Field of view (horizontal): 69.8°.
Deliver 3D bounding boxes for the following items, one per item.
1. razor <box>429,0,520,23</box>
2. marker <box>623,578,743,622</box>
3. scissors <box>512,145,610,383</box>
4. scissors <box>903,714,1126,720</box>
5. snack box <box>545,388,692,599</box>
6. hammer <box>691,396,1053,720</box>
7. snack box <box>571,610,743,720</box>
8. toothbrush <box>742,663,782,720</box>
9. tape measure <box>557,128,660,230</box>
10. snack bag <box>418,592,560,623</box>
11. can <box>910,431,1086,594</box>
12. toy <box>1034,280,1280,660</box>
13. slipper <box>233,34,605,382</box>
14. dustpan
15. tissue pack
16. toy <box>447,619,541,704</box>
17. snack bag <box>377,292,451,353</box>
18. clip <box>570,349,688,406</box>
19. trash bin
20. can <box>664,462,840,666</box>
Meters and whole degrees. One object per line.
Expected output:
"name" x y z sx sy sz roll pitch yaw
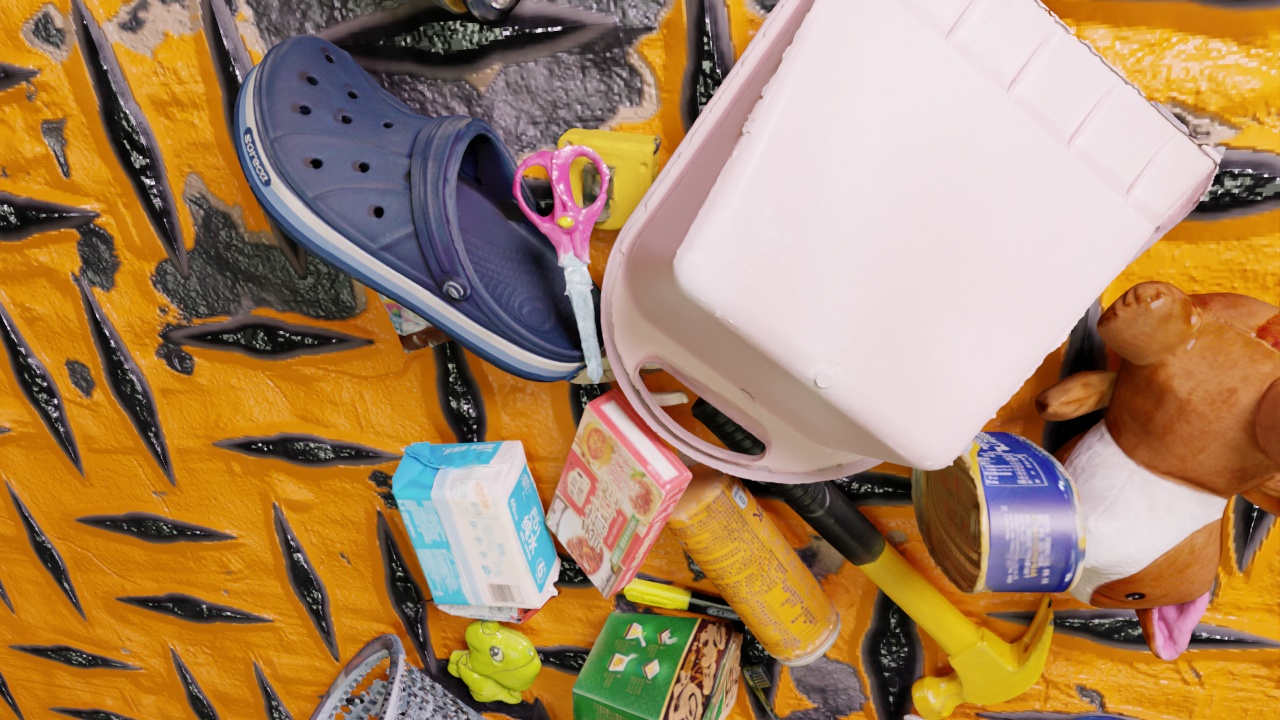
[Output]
"razor" -0.133 -0.227 0.472 0.167 0.062 0.068 24 156 9
"marker" 0.048 0.182 0.681 0.124 0.015 0.018 11 128 10
"scissors" -0.035 -0.051 0.510 0.054 0.017 0.133 -10 103 -1
"scissors" 0.265 0.281 0.651 0.166 0.012 0.155 -21 120 16
"snack box" -0.020 0.092 0.601 0.075 0.025 0.153 47 144 20
"hammer" 0.149 0.123 0.601 0.300 0.032 0.129 43 123 -10
"snack box" 0.009 0.256 0.680 0.106 0.117 0.118 11 124 16
"toothbrush" 0.127 0.310 0.734 0.017 0.012 0.186 -23 111 17
"tape measure" -0.019 -0.102 0.522 0.060 0.028 0.057 10 123 13
"snack bag" -0.119 0.190 0.724 0.104 0.048 0.026 0 87 22
"can" 0.186 0.078 0.494 0.049 0.148 0.074 0 96 4
"toy" 0.267 0.063 0.477 0.140 0.130 0.200 47 144 33
"slipper" -0.113 -0.086 0.516 0.253 0.104 0.095 42 131 -12
"dustpan" 0.107 -0.060 0.480 0.222 0.139 0.273 39 86 -10
"tissue pack" -0.116 0.120 0.667 0.090 0.063 0.140 -2 121 18
"toy" -0.119 0.254 0.769 0.100 0.031 0.097 -22 115 32
"snack bag" -0.160 -0.053 0.600 0.045 0.026 0.105 -13 117 21
"clip" -0.004 0.006 0.562 0.102 0.094 0.035 -13 116 12
"trash bin" -0.185 0.377 0.774 0.195 0.226 0.227 34 125 -20
"can" 0.074 0.136 0.618 0.058 0.058 0.146 -28 108 30
